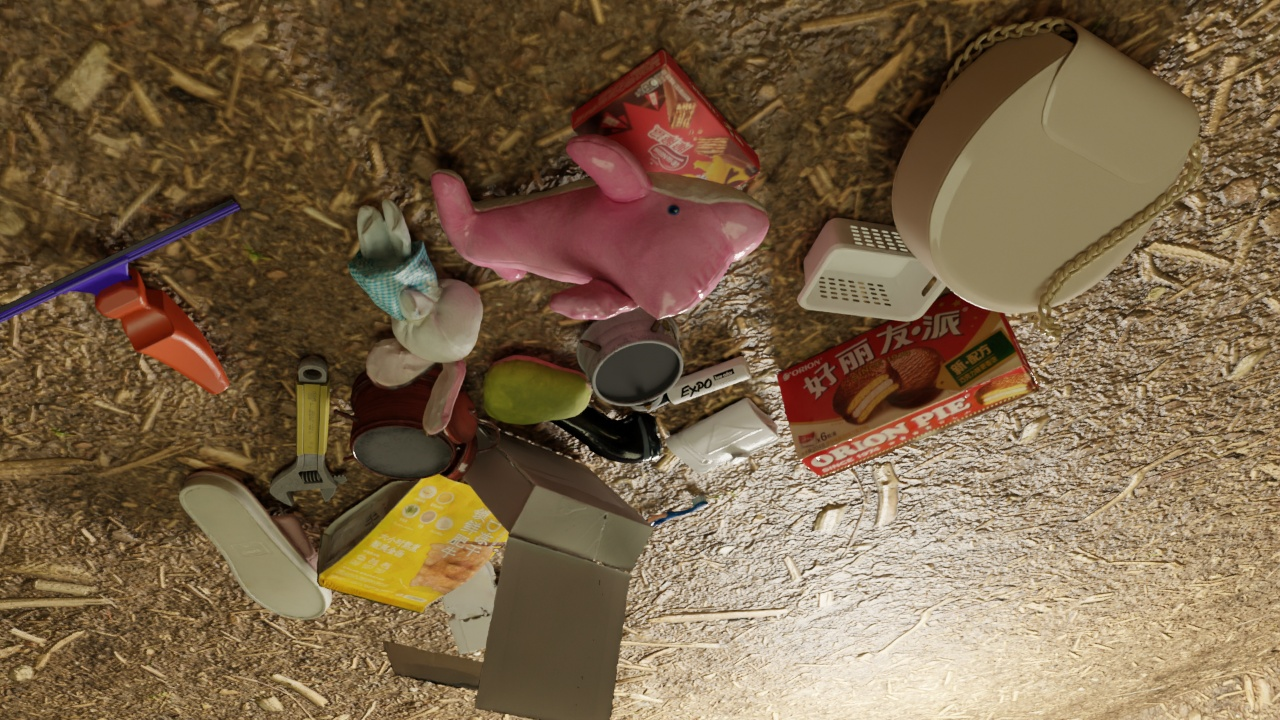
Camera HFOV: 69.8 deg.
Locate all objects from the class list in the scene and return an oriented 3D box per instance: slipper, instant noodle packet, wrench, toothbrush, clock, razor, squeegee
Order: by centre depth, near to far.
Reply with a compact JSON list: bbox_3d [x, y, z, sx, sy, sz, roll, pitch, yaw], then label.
[{"bbox_3d":[-0.417,-0.029,0.793,0.249,0.055,0.185,-26,142,-4],"label":"squeegee"},{"bbox_3d":[-0.005,0.005,0.907,0.104,0.056,0.148,-18,138,0],"label":"clock"},{"bbox_3d":[-0.221,0.066,0.928,0.157,0.072,0.121,4,141,-7],"label":"clock"},{"bbox_3d":[-0.355,0.083,0.979,0.083,0.018,0.274,5,141,-16],"label":"wrench"},{"bbox_3d":[-0.038,0.071,0.997,0.140,0.053,0.064,26,95,-29],"label":"razor"},{"bbox_3d":[-0.454,0.221,1.106,0.114,0.054,0.275,-5,131,11],"label":"slipper"},{"bbox_3d":[-0.263,0.211,1.124,0.222,0.084,0.163,-37,134,25],"label":"instant noodle packet"},{"bbox_3d":[0.031,0.208,1.208,0.135,0.017,0.021,-28,135,23],"label":"toothbrush"}]

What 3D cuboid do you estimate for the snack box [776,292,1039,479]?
[{"bbox_3d":[0.263,0.022,0.930,0.237,0.113,0.060,-26,138,23],"label":"snack box"}]

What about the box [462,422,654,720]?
[{"bbox_3d":[-0.086,0.229,0.927,0.166,0.368,0.150,27,133,-36],"label":"box"}]

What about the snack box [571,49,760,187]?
[{"bbox_3d":[0.022,-0.169,0.713,0.089,0.021,0.133,-28,138,27],"label":"snack box"}]

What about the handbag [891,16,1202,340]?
[{"bbox_3d":[0.312,-0.138,0.713,0.210,0.103,0.209,16,118,-27],"label":"handbag"}]

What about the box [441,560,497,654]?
[{"bbox_3d":[-0.224,0.328,1.288,0.109,0.137,0.124,-21,-178,16],"label":"box"}]

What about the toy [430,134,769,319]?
[{"bbox_3d":[-0.036,-0.083,0.710,0.266,0.127,0.187,3,156,17],"label":"toy"}]

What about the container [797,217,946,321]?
[{"bbox_3d":[0.209,-0.084,0.833,0.129,0.049,0.081,6,141,-17],"label":"container"}]

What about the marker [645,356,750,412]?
[{"bbox_3d":[0.054,0.027,0.972,0.126,0.025,0.025,-20,141,16],"label":"marker"}]

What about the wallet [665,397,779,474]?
[{"bbox_3d":[0.095,0.092,1.058,0.116,0.032,0.086,-29,135,26],"label":"wallet"}]

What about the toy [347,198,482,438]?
[{"bbox_3d":[-0.192,-0.053,0.794,0.105,0.131,0.206,-34,136,-31],"label":"toy"}]

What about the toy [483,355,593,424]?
[{"bbox_3d":[-0.104,0.033,0.925,0.110,0.051,0.090,8,135,-3],"label":"toy"}]
